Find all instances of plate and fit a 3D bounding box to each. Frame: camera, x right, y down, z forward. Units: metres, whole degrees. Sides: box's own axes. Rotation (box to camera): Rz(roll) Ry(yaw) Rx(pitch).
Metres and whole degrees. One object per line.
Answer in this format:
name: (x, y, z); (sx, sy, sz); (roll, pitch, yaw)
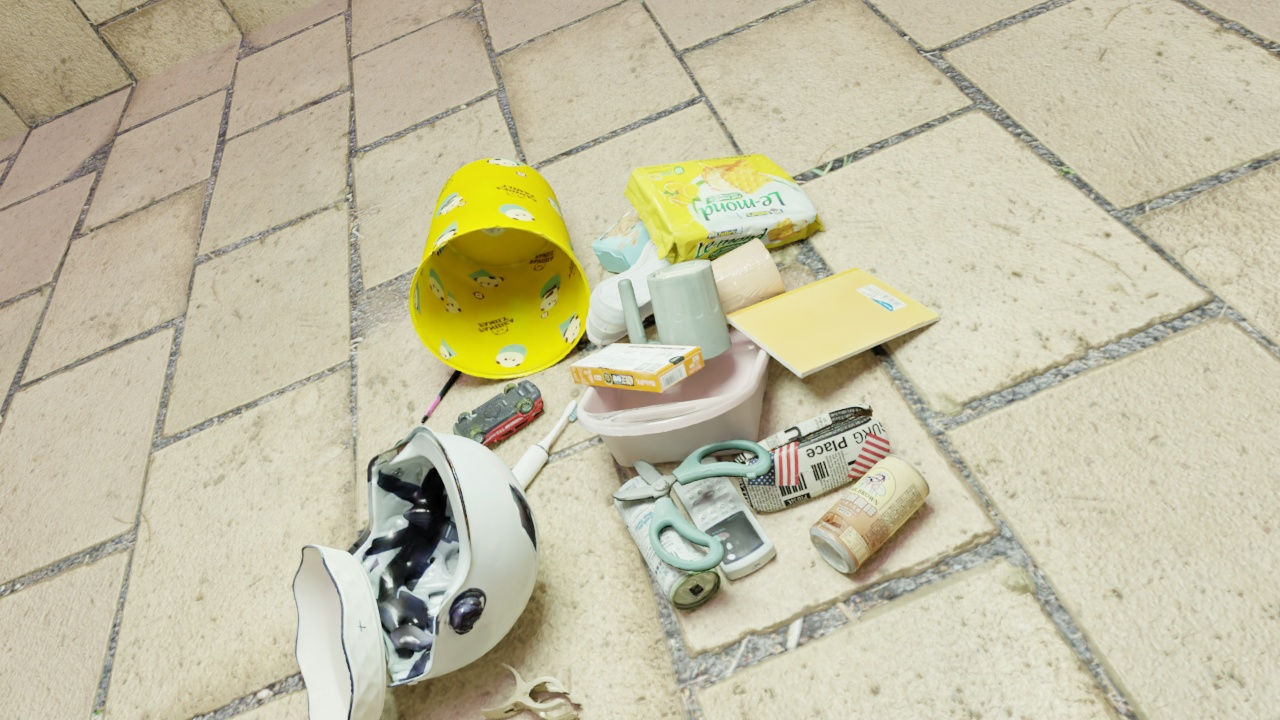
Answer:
plate: (-0.303, 0.284, 0.918); (0.045, 0.205, 0.205); (-5, 31, -34)

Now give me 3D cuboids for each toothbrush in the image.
toothbrush: (-0.250, 0.015, 1.273); (0.018, 0.014, 0.188); (16, 56, 20)
toothbrush: (-0.137, 0.131, 1.097); (0.027, 0.026, 0.220); (-4, 42, 51)

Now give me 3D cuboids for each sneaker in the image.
sneaker: (0.009, -0.091, 1.221); (0.089, 0.091, 0.241); (34, 43, 14)

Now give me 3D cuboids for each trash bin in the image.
trash bin: (-0.194, -0.142, 1.259); (0.230, 0.230, 0.254); (-20, 38, 5)

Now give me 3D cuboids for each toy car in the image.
toy car: (-0.178, 0.073, 1.158); (0.120, 0.045, 0.053); (-30, 41, -13)

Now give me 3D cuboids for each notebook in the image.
notebook: (0.225, -0.051, 1.079); (0.206, 0.010, 0.146); (-21, 39, -23)

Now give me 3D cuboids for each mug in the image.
mug: (0.038, -0.055, 1.083); (0.124, 0.103, 0.083); (-6, 19, 23)
mug: (0.115, -0.097, 1.171); (0.103, 0.084, 0.124); (-26, 11, -1)

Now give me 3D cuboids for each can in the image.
can: (0.026, 0.185, 0.947); (0.058, 0.058, 0.146); (-30, 43, -6)
can: (0.222, 0.149, 0.893); (0.116, 0.058, 0.058); (-40, 45, -16)

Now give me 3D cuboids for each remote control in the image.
remote control: (0.084, 0.163, 0.969); (0.058, 0.021, 0.150); (-29, 42, -5)

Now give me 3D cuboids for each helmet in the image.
helmet: (-0.184, 0.193, 0.933); (0.229, 0.145, 0.259); (43, 116, 45)

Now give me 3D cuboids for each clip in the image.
clip: (-0.103, 0.322, 0.891); (0.099, 0.034, 0.066); (-2, 48, 34)

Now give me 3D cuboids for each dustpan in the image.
dustpan: (0.042, 0.013, 1.050); (0.223, 0.139, 0.272); (-11, 45, 15)

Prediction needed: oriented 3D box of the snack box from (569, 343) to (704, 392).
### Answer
snack box: (-0.006, 0.006, 1.053); (0.075, 0.026, 0.154); (-29, 21, -37)

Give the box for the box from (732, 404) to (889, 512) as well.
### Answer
box: (0.180, 0.105, 0.961); (0.163, 0.076, 0.087); (-20, 64, 1)

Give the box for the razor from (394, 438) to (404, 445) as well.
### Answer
razor: (-0.260, 0.142, 1.131); (0.067, 0.062, 0.167); (-12, 27, -33)

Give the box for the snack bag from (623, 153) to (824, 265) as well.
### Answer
snack bag: (0.109, -0.205, 1.243); (0.246, 0.068, 0.158); (-12, 49, -20)

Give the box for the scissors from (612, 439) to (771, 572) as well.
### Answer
scissors: (0.062, 0.130, 0.928); (0.181, 0.019, 0.170); (-34, 40, -10)

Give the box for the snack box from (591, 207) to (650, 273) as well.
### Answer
snack box: (0.017, -0.196, 1.322); (0.174, 0.051, 0.074); (-45, 32, -21)
